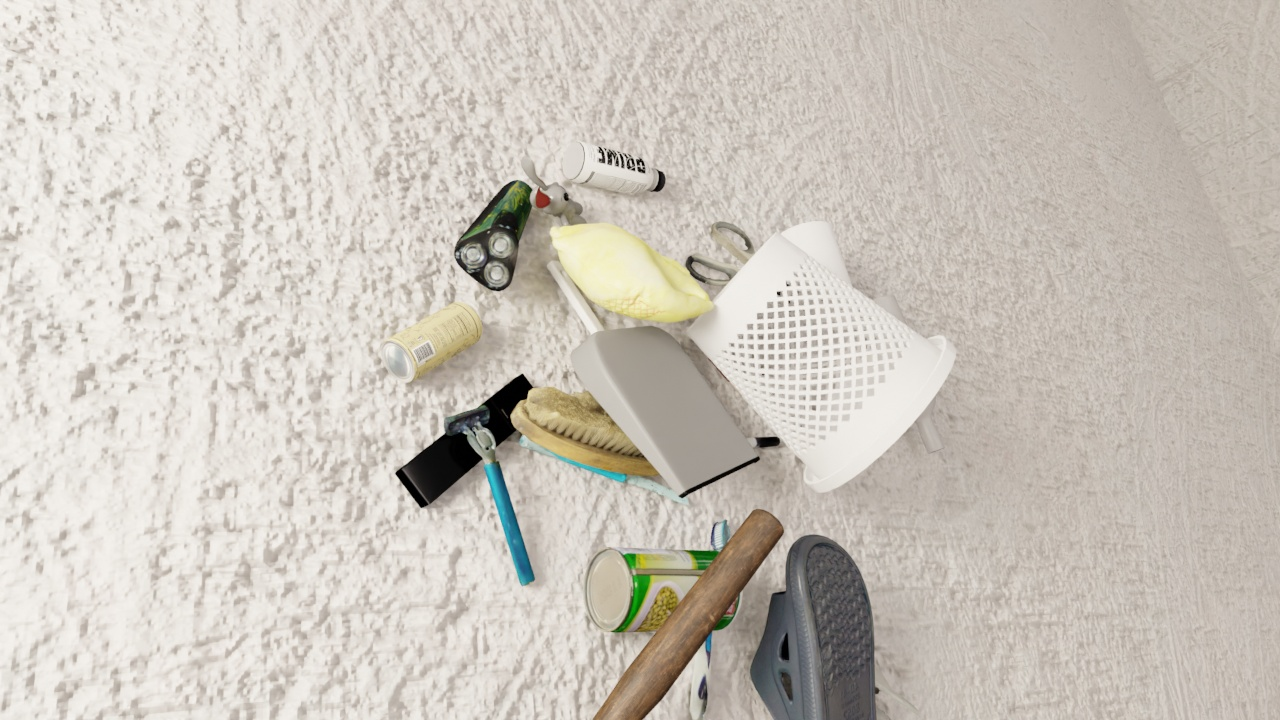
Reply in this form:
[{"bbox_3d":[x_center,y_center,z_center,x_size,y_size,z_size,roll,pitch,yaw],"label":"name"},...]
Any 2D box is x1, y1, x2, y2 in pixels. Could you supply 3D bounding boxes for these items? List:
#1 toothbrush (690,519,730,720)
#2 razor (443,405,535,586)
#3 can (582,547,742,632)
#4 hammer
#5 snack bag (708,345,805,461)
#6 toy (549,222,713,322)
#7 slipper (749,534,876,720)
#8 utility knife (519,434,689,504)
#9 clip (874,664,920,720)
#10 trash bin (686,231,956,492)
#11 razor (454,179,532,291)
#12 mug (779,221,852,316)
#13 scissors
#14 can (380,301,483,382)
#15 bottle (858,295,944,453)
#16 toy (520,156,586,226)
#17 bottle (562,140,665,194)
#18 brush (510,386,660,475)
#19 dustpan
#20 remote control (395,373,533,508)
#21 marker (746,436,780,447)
[{"bbox_3d":[0.063,0.225,0.809,0.016,0.017,0.188,31,49,-25],"label":"toothbrush"},{"bbox_3d":[-0.110,0.106,0.713,0.042,0.022,0.144,-19,89,-46],"label":"razor"},{"bbox_3d":[0.020,0.190,0.757,0.120,0.068,0.067,10,60,-36],"label":"can"},{"bbox_3d":[0.037,0.255,0.686,0.217,0.037,0.299,47,66,-9],"label":"hammer"},{"bbox_3d":[0.135,0.039,0.979,0.158,0.013,0.056,47,47,-9],"label":"snack bag"},{"bbox_3d":[-0.013,-0.087,0.854,0.154,0.065,0.170,17,20,-19],"label":"toy"},{"bbox_3d":[0.154,0.287,0.820,0.110,0.083,0.268,-6,89,-47],"label":"slipper"},{"bbox_3d":[-0.026,0.097,0.806,0.178,0.015,0.022,27,52,-25],"label":"utility knife"},{"bbox_3d":[0.223,0.314,0.887,0.102,0.058,0.052,38,71,-19],"label":"clip"},{"bbox_3d":[0.163,-0.010,0.902,0.199,0.196,0.194,42,45,0],"label":"trash bin"},{"bbox_3d":[-0.120,-0.118,0.814,0.054,0.067,0.151,41,38,-21],"label":"razor"},{"bbox_3d":[0.209,-0.101,1.088,0.110,0.074,0.090,25,48,-62],"label":"mug"},{"bbox_3d":[0.123,-0.100,1.014,0.157,0.013,0.165,-3,52,-21],"label":"scissors"},{"bbox_3d":[-0.165,-0.016,0.735,0.038,0.038,0.079,55,44,-2],"label":"can"},{"bbox_3d":[0.324,0.019,1.122,0.052,0.053,0.195,-6,71,-42],"label":"bottle"},{"bbox_3d":[-0.082,-0.152,0.865,0.111,0.030,0.049,27,45,-65],"label":"toy"},{"bbox_3d":[-0.023,-0.197,0.956,0.115,0.041,0.041,5,64,-39],"label":"bottle"},{"bbox_3d":[-0.027,0.061,0.791,0.195,0.043,0.059,18,33,-40],"label":"brush"},{"bbox_3d":[-0.005,0.005,0.834,0.257,0.033,0.162,56,26,13],"label":"dustpan"},{"bbox_3d":[-0.133,0.062,0.737,0.034,0.013,0.149,55,44,-7],"label":"remote control"},{"bbox_3d":[0.088,0.083,0.915,0.151,0.011,0.011,2,66,-40],"label":"marker"}]
